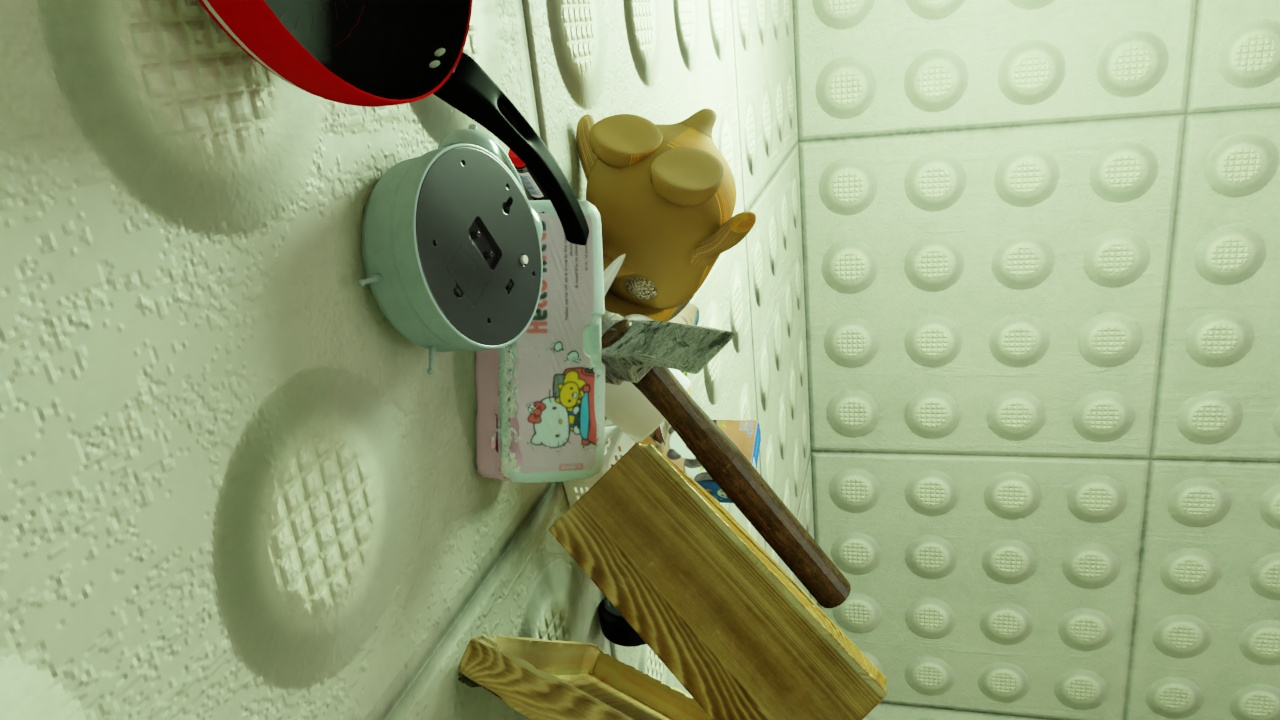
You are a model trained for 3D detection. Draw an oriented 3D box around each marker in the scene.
[{"bbox_3d":[-0.075,-0.132,0.765,0.023,0.021,0.145,52,-2,28],"label":"marker"}]

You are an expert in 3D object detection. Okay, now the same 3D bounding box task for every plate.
[{"bbox_3d":[-0.051,-0.033,0.762,0.134,0.011,0.134,-60,-178,2],"label":"plate"}]

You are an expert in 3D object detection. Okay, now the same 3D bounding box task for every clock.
[{"bbox_3d":[-0.108,-0.075,0.564,0.122,0.045,0.158,60,36,-38],"label":"clock"}]

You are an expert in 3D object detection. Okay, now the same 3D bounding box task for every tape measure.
[{"bbox_3d":[-0.005,0.254,0.921,0.071,0.072,0.042,-122,-153,-64],"label":"tape measure"}]

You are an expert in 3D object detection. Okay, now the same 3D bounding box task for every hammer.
[{"bbox_3d":[0.086,0.088,0.683,0.037,0.218,0.300,-45,107,-14],"label":"hammer"}]

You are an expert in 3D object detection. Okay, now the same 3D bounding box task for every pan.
[{"bbox_3d":[-0.120,-0.180,0.475,0.356,0.067,0.208,60,32,-48],"label":"pan"}]

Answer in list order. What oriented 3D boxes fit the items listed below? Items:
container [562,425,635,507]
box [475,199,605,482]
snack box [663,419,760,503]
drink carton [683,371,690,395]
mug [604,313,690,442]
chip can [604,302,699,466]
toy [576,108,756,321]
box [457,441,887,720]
[{"bbox_3d":[-0.033,0.122,0.860,0.080,0.050,0.129,-69,154,-51],"label":"container"},{"bbox_3d":[-0.067,-0.014,0.663,0.088,0.095,0.202,-6,96,-71],"label":"box"},{"bbox_3d":[0.044,0.101,0.943,0.087,0.151,0.034,-73,157,-46],"label":"snack box"},{"bbox_3d":[0.039,0.071,1.129,0.058,0.041,0.123,-69,154,-51],"label":"drink carton"},{"bbox_3d":[-0.005,0.005,0.823,0.074,0.090,0.110,-42,-172,49],"label":"mug"},{"bbox_3d":[0.010,0.014,0.969,0.228,0.080,0.080,-72,156,-48],"label":"chip can"},{"bbox_3d":[0.008,-0.118,0.864,0.162,0.199,0.204,-39,153,-36],"label":"toy"},{"bbox_3d":[0.048,0.244,0.707,0.215,0.257,0.279,-46,158,-3],"label":"box"}]
